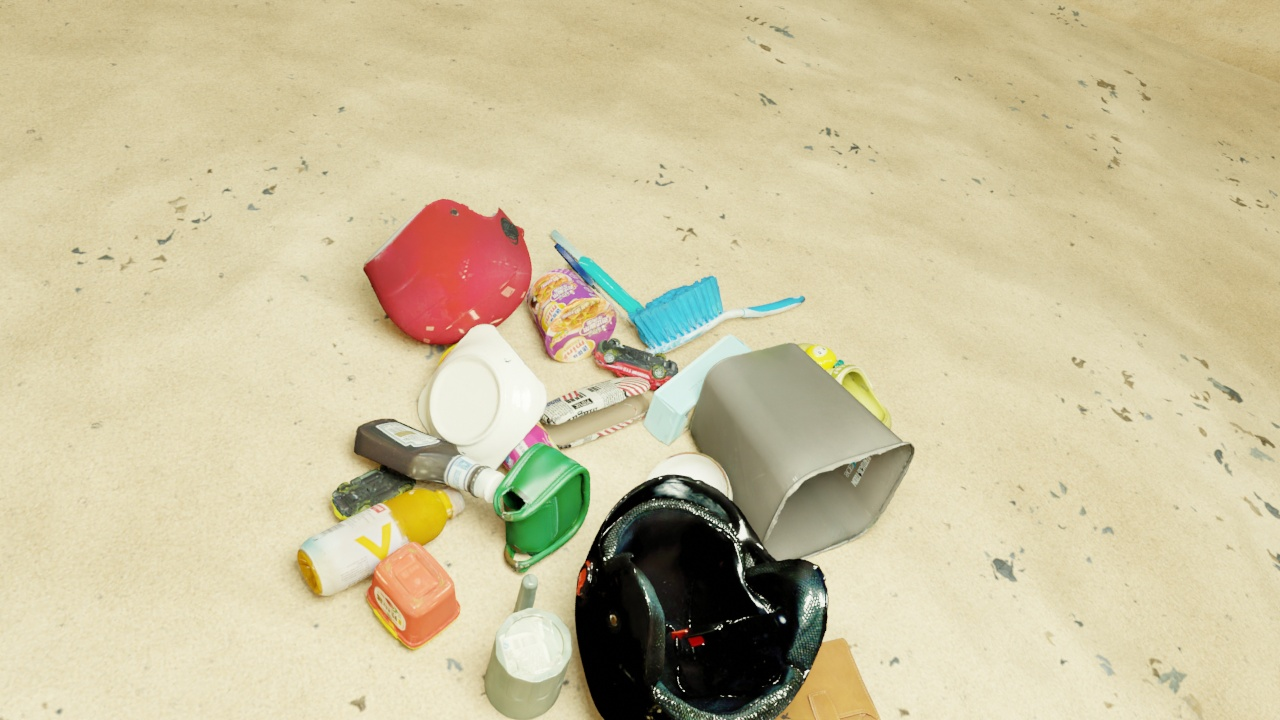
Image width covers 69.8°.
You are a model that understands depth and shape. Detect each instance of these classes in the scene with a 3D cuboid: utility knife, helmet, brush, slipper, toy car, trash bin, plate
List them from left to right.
[{"bbox_3d":[-0.316,0.158,1.088,0.048,0.032,0.105,39,40,20],"label":"toy car"},{"bbox_3d":[-0.236,-0.097,1.224,0.239,0.207,0.144,2,59,-56],"label":"helmet"},{"bbox_3d":[-0.207,0.051,1.131,0.164,0.164,0.034,46,14,26],"label":"plate"},{"bbox_3d":[-0.065,-0.133,1.414,0.029,0.013,0.221,-32,67,-34],"label":"utility knife"},{"bbox_3d":[-0.008,0.007,1.284,0.120,0.045,0.052,20,24,-2],"label":"toy car"},{"bbox_3d":[0.043,0.266,0.959,0.233,0.231,0.274,8,48,-28],"label":"helmet"},{"bbox_3d":[0.122,-0.080,1.383,0.313,0.061,0.109,-28,105,-28],"label":"brush"},{"bbox_3d":[0.189,0.111,1.165,0.198,0.199,0.219,-12,48,-26],"label":"trash bin"},{"bbox_3d":[0.291,0.033,1.325,0.091,0.082,0.190,-31,66,-37],"label":"slipper"}]

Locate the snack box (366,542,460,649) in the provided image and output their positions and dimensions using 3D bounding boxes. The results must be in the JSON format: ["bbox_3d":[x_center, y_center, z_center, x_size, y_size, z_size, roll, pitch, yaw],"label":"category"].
[{"bbox_3d":[-0.244,0.250,0.995,0.091,0.080,0.081,41,52,20],"label":"snack box"}]

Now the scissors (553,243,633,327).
[{"bbox_3d":[-0.071,-0.113,1.347,0.012,0.162,0.176,-43,37,0],"label":"scissors"}]

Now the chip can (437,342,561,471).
[{"bbox_3d":[-0.178,0.069,1.174,0.071,0.072,0.210,-23,60,-30],"label":"chip can"}]

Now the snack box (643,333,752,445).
[{"bbox_3d":[0.082,0.039,1.266,0.051,0.074,0.174,39,52,19],"label":"snack box"}]

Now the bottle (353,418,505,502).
[{"bbox_3d":[-0.245,0.118,1.082,0.195,0.044,0.079,18,14,26],"label":"bottle"}]

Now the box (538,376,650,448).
[{"bbox_3d":[-0.062,0.053,1.213,0.163,0.081,0.075,-20,49,-27],"label":"box"}]

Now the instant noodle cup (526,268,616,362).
[{"bbox_3d":[-0.103,-0.070,1.294,0.111,0.112,0.099,-14,47,-25],"label":"instant noodle cup"}]

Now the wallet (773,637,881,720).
[{"bbox_3d":[0.195,0.382,1.036,0.130,0.035,0.119,-6,47,-19],"label":"wallet"}]

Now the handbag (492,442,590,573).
[{"bbox_3d":[-0.117,0.171,1.065,0.068,0.131,0.119,27,52,21],"label":"handbag"}]

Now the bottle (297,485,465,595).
[{"bbox_3d":[-0.287,0.195,1.038,0.189,0.068,0.068,-25,61,-35],"label":"bottle"}]

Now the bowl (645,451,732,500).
[{"bbox_3d":[0.065,0.176,1.139,0.114,0.062,0.113,-10,62,20],"label":"bowl"}]

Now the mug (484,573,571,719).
[{"bbox_3d":[-0.120,0.301,0.970,0.083,0.104,0.123,1,51,-14],"label":"mug"}]
